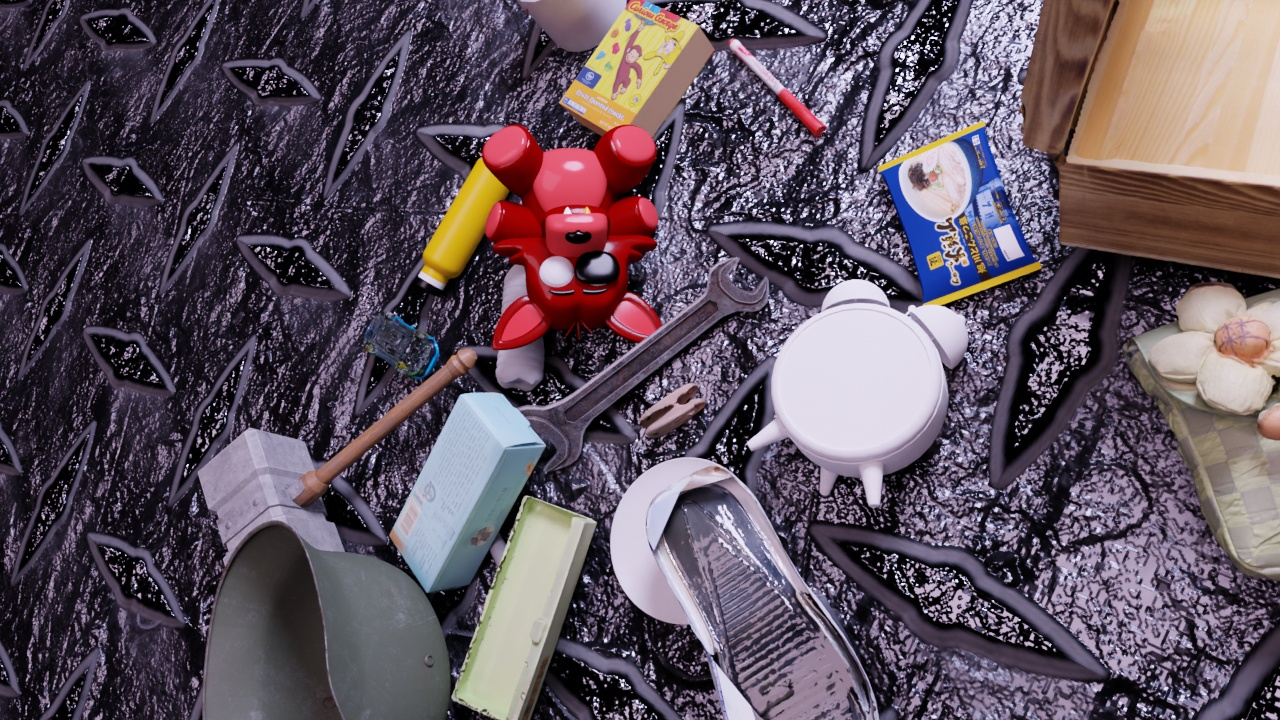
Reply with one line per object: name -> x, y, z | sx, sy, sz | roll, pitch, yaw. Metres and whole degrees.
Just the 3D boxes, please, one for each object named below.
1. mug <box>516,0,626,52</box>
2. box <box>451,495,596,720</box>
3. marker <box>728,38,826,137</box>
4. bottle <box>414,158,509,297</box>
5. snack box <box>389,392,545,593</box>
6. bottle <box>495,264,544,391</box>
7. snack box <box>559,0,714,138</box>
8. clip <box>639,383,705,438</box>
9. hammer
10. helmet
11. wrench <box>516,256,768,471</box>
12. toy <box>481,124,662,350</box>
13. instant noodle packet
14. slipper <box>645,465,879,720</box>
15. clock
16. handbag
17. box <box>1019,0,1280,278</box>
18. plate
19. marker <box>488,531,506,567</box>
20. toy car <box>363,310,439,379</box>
mug -> -0.073, -0.391, 0.929 | 0.091, 0.090, 0.121 | -3, 73, 26
box -> -0.102, 0.210, 0.765 | 0.082, 0.098, 0.187 | 17, 80, 14
marker -> 0.122, -0.250, 0.832 | 0.013, 0.012, 0.142 | -41, 61, 11
bottle -> -0.182, -0.133, 0.935 | 0.043, 0.043, 0.143 | 31, 90, 31
snack box -> -0.156, 0.118, 0.813 | 0.075, 0.053, 0.175 | 45, 117, 33
bottle -> -0.110, -0.041, 0.870 | 0.044, 0.044, 0.136 | -5, 73, 26
snack box -> -0.004, -0.274, 0.887 | 0.088, 0.040, 0.126 | 37, 94, 31
clip -> 0.026, 0.041, 0.787 | 0.061, 0.025, 0.049 | -5, 72, 25
hammer -> -0.279, 0.088, 0.896 | 0.318, 0.083, 0.162 | -38, 62, 13
helmet -> -0.248, 0.275, 0.779 | 0.228, 0.153, 0.267 | -32, 59, 37
wrench -> -0.005, 0.005, 0.803 | 0.274, 0.010, 0.070 | -38, 98, 11
toy -> -0.060, -0.109, 0.824 | 0.158, 0.121, 0.197 | -2, 74, -8
instant noodle packet -> 0.246, -0.114, 0.718 | 0.087, 0.026, 0.134 | -21, 66, 24
slipper -> 0.092, 0.203, 0.680 | 0.111, 0.063, 0.263 | -32, 64, 4
clock -> 0.169, 0.023, 0.700 | 0.125, 0.073, 0.160 | 24, 80, 31
handbag -> 0.381, 0.037, 0.550 | 0.113, 0.117, 0.186 | -22, 64, 19
box -> 0.353, -0.250, 0.504 | 0.287, 0.336, 0.278 | 14, 71, 32
plate -> 0.037, 0.148, 0.756 | 0.135, 0.011, 0.134 | -8, 71, 25
marker -> -0.150, 0.139, 0.853 | 0.016, 0.016, 0.140 | -39, 61, 12
toy car -> -0.242, -0.015, 0.937 | 0.105, 0.032, 0.048 | 26, 88, 36
